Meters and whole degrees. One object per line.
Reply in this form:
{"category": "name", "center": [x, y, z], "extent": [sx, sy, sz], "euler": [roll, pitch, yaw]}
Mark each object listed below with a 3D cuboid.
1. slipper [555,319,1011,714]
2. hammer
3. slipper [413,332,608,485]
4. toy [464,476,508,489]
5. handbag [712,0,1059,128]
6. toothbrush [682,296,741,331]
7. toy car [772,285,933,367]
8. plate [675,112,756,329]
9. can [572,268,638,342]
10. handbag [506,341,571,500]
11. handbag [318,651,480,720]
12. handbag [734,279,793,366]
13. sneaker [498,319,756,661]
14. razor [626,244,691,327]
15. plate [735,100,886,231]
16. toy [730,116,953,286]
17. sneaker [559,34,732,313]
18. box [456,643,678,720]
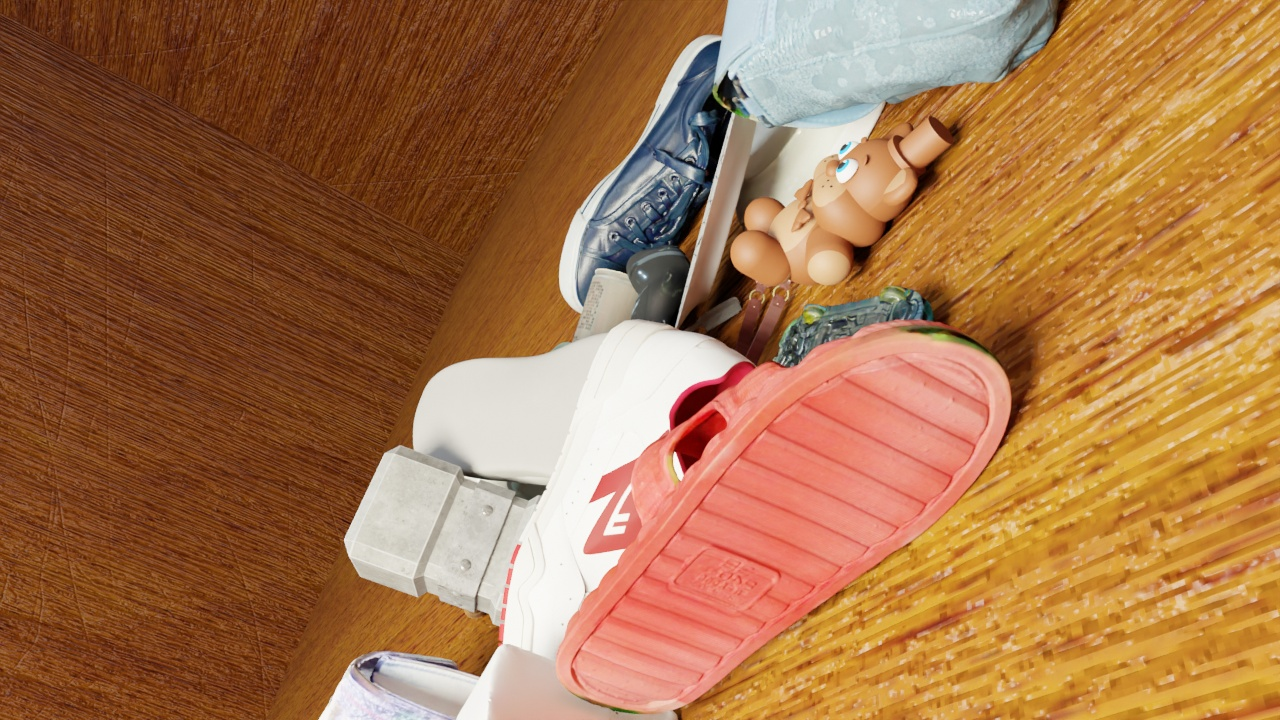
{"category": "slipper", "center": [0.045, 0.066, 0.398], "extent": [0.249, 0.103, 0.059], "euler": [-50, 24, 28]}
{"category": "hammer", "center": [-0.137, 0.181, 0.762], "extent": [0.318, 0.163, 0.082], "euler": [112, 177, -64]}
{"category": "slipper", "center": [-0.048, 0.048, 0.664], "extent": [0.266, 0.080, 0.112], "euler": [-7, 65, 32]}
{"category": "toy", "center": [-0.128, 0.089, 0.863], "extent": [0.205, 0.105, 0.131], "euler": [-70, 20, 0]}
{"category": "handbag", "center": [0.136, -0.195, 0.512], "extent": [0.192, 0.118, 0.121], "euler": [-2, 72, 37]}
{"category": "toothbrush", "center": [-0.004, 0.004, 0.685], "extent": [0.182, 0.010, 0.010], "euler": [-31, 25, 14]}
{"category": "toy car", "center": [0.105, -0.005, 0.454], "extent": [0.105, 0.032, 0.048], "euler": [-15, 49, 62]}
{"category": "plate", "center": [0.056, -0.107, 0.643], "extent": [0.188, 0.016, 0.188], "euler": [28, -103, -89]}
{"category": "can", "center": [-0.035, -0.011, 0.826], "extent": [0.054, 0.054, 0.135], "euler": [180, 109, -72]}
{"category": "handbag", "center": [-0.071, 0.060, 0.766], "extent": [0.122, 0.106, 0.067], "euler": [-48, -6, 39]}
{"category": "handbag", "center": [-0.190, 0.297, 0.712], "extent": [0.159, 0.126, 0.069], "euler": [-56, 15, 26]}
{"category": "handbag", "center": [0.081, -0.037, 0.600], "extent": [0.119, 0.029, 0.055], "euler": [-69, 15, -5]}
{"category": "sneaker", "center": [0.006, 0.097, 0.508], "extent": [0.104, 0.090, 0.236], "euler": [12, 77, 36]}
{"category": "razor", "center": [0.011, -0.052, 0.749], "extent": [0.053, 0.063, 0.140], "euler": [-62, 3, 27]}
{"category": "plate", "center": [0.119, -0.175, 0.681], "extent": [0.183, 0.034, 0.182], "euler": [-55, 18, 26]}
{"category": "toy", "center": [0.113, -0.091, 0.517], "extent": [0.128, 0.065, 0.094], "euler": [-42, 23, 39]}
{"category": "sneaker", "center": [0.029, -0.157, 0.846], "extent": [0.295, 0.120, 0.127], "euler": [-57, 39, 11]}
{"category": "box", "center": [-0.042, 0.212, 0.434], "extent": [0.091, 0.107, 0.102], "euler": [-60, 15, 20]}
